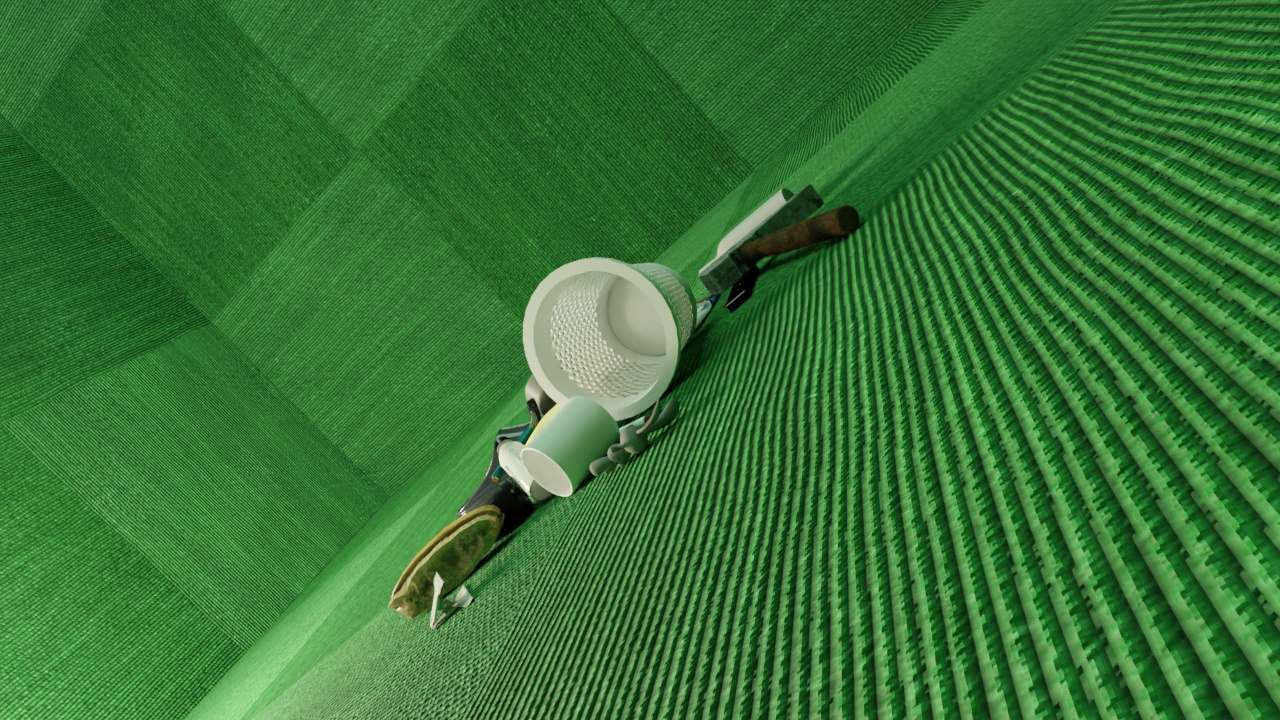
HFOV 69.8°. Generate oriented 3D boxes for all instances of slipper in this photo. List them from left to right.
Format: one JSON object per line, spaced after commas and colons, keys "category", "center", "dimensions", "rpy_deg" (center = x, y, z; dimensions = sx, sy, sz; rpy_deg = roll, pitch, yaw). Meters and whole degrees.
{"category": "slipper", "center": [-0.189, 0.139, 1.363], "dimensions": [0.268, 0.083, 0.110], "rpy_deg": [-41, 6, 15]}

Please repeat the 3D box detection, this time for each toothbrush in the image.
{"category": "toothbrush", "center": [0.099, -0.085, 1.343], "dimensions": [0.016, 0.017, 0.188], "rpy_deg": [-37, 9, 34]}

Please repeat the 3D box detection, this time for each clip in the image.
{"category": "clip", "center": [-0.213, 0.260, 1.002], "dimensions": [0.052, 0.058, 0.102], "rpy_deg": [-20, -1, -17]}

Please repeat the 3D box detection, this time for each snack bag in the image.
{"category": "snack bag", "center": [0.067, -0.057, 1.347], "dimensions": [0.057, 0.013, 0.157], "rpy_deg": [-29, 14, 34]}

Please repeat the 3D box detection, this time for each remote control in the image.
{"category": "remote control", "center": [0.138, -0.101, 1.240], "dimensions": [0.034, 0.013, 0.149], "rpy_deg": [-40, 8, 22]}

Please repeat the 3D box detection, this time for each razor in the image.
{"category": "razor", "center": [-0.188, 0.203, 1.150], "dimensions": [0.152, 0.054, 0.067], "rpy_deg": [-46, -4, 37]}
{"category": "razor", "center": [-0.165, 0.111, 1.243], "dimensions": [0.022, 0.042, 0.143], "rpy_deg": [2, 38, 22]}

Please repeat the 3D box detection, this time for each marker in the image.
{"category": "marker", "center": [-0.009, 0.075, 1.038], "dimensions": [0.011, 0.011, 0.152], "rpy_deg": [-47, 8, -29]}

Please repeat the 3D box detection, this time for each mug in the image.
{"category": "mug", "center": [-0.081, 0.107, 1.054], "dimensions": [0.090, 0.074, 0.111], "rpy_deg": [-48, -17, -33]}

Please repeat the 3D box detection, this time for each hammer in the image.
{"category": "hammer", "center": [0.212, -0.175, 1.155], "dimensions": [0.217, 0.037, 0.301], "rpy_deg": [-40, 10, -14]}

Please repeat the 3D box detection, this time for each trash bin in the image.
{"category": "trash bin", "center": [-0.018, -0.045, 1.167], "dimensions": [0.196, 0.195, 0.199], "rpy_deg": [-40, -2, 23]}

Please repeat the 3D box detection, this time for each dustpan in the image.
{"category": "dustpan", "center": [-0.110, 0.004, 1.362], "dimensions": [0.163, 0.033, 0.257], "rpy_deg": [-51, -20, -7]}

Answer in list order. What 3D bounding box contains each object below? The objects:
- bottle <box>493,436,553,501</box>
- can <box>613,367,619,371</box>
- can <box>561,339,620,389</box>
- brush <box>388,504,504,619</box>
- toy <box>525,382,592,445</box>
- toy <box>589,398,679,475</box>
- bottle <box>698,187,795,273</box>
{"category": "bottle", "center": [-0.146, 0.128, 1.131], "dimensions": [0.041, 0.041, 0.116], "rpy_deg": [-45, 42, -10]}
{"category": "can", "center": [-0.008, 0.008, 1.306], "dimensions": [0.038, 0.038, 0.079], "rpy_deg": [-35, 11, 50]}
{"category": "can", "center": [-0.067, 0.016, 1.324], "dimensions": [0.120, 0.067, 0.068], "rpy_deg": [-38, 2, -40]}
{"category": "brush", "center": [-0.235, 0.244, 1.100], "dimensions": [0.196, 0.059, 0.043], "rpy_deg": [-43, 16, 16]}
{"category": "toy", "center": [-0.112, 0.102, 1.209], "dimensions": [0.171, 0.064, 0.154], "rpy_deg": [-49, 15, 21]}
{"category": "toy", "center": [-0.007, 0.080, 0.922], "dimensions": [0.112, 0.030, 0.049], "rpy_deg": [-43, -22, 24]}
{"category": "bottle", "center": [0.167, -0.189, 1.440], "dimensions": [0.196, 0.052, 0.052], "rpy_deg": [-39, 9, 33]}
